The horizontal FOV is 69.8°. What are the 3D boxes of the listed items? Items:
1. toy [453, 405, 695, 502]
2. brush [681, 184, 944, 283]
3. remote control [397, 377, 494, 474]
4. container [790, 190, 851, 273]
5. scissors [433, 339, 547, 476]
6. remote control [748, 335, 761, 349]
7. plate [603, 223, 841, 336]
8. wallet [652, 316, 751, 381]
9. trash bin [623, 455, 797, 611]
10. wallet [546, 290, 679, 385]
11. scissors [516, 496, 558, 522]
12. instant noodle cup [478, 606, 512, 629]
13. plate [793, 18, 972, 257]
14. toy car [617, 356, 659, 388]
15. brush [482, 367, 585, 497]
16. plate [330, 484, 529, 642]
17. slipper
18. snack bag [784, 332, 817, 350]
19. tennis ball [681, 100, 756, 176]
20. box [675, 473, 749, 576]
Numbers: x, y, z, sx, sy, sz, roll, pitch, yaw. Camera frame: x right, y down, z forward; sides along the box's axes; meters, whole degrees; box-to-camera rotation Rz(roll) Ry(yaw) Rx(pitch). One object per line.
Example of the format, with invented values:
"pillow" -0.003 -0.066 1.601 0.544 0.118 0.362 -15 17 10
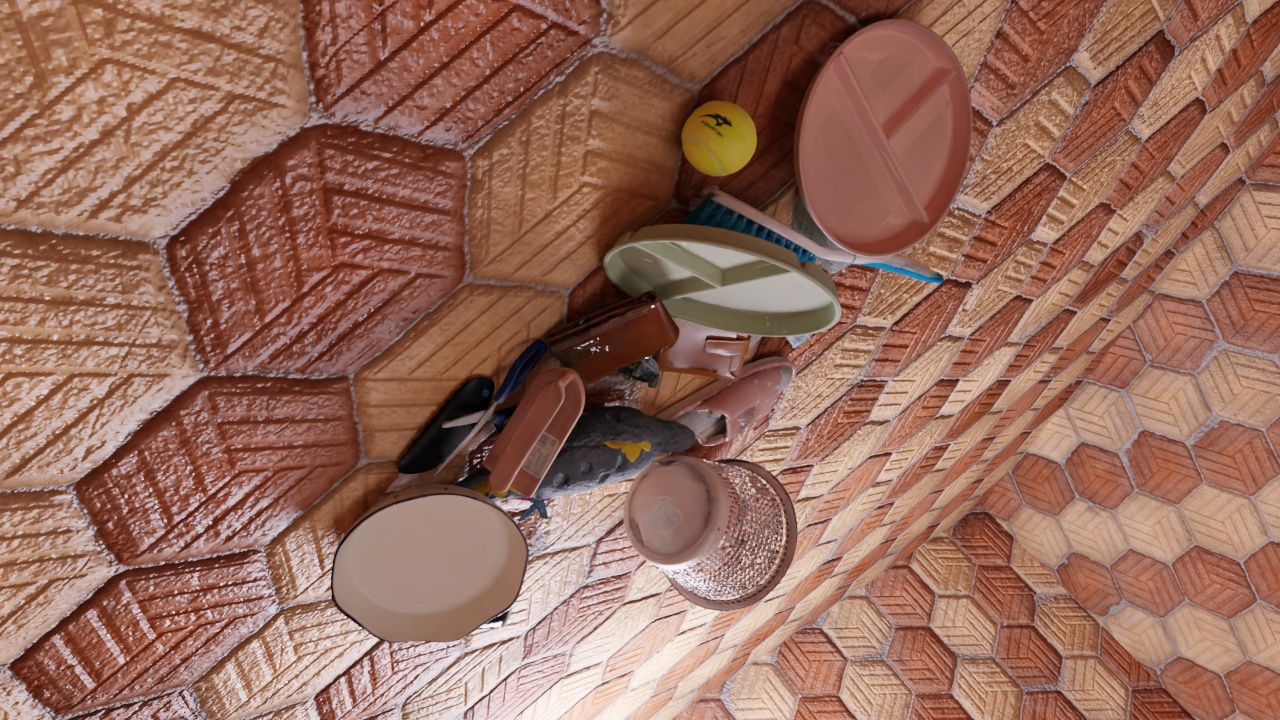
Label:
"toy" -0.060 0.108 1.064 0.355 0.091 0.138 -12 159 -34
"brush" 0.181 -0.102 0.957 0.314 0.060 0.109 23 98 -25
"remote control" -0.191 0.071 0.919 0.137 0.024 0.053 -49 153 16
"container" 0.228 -0.168 1.022 0.089 0.090 0.112 -30 154 -19
"scissors" -0.145 0.047 0.916 0.162 0.012 0.175 -56 164 5
"remote control" 0.124 -0.046 1.139 0.049 0.024 0.124 -46 153 12
"plate" 0.077 -0.074 0.871 0.230 0.230 0.027 41 61 -62
"wallet" 0.070 -0.028 1.035 0.108 0.031 0.132 9 144 2
"trash bin" 0.083 0.228 1.294 0.227 0.227 0.192 -44 145 8
"wallet" -0.025 -0.024 0.946 0.125 0.032 0.101 -24 154 9
"scissors" -0.108 0.163 1.063 0.093 0.137 0.017 -7 99 -13
"instant noodle cup" -0.233 0.280 1.104 0.120 0.111 0.111 -2 134 -38
"plate" 0.242 -0.218 0.916 0.229 0.028 0.230 -9 109 -28
"toy car" -0.006 0.006 1.037 0.034 0.043 0.090 -68 155 -5
"brush" -0.104 0.069 0.930 0.146 0.063 0.073 -57 172 21
"plate" -0.224 0.215 0.983 0.204 0.045 0.205 -6 121 -11
"slipper" 0.115 0.073 1.267 0.273 0.054 0.114 -23 149 -25
"snack bag" 0.209 -0.041 1.249 0.048 0.026 0.104 -40 154 13
"tennis ball" 0.069 -0.195 0.806 0.065 0.065 0.066 -30 151 -19
"box" 0.087 0.258 1.454 0.168 0.091 0.077 -44 130 8
